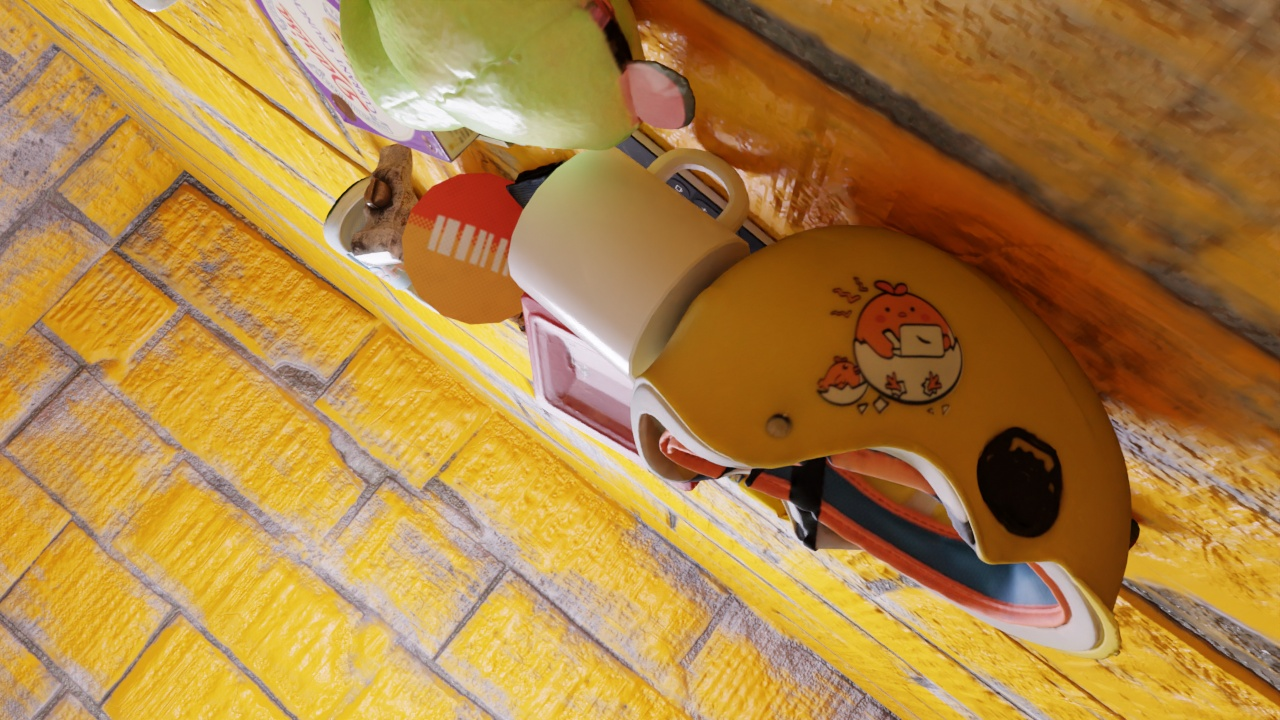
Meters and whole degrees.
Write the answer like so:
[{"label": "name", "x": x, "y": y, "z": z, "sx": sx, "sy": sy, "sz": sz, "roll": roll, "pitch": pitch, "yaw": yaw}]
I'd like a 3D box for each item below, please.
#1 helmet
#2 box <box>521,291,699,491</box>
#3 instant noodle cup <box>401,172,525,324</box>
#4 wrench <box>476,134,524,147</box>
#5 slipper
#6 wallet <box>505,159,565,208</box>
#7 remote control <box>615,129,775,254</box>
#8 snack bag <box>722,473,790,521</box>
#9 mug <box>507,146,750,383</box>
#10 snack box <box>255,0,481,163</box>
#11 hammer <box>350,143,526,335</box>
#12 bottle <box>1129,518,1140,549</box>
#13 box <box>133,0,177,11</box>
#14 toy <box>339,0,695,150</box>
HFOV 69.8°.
[{"label": "helmet", "x": 0.123, "y": 0.025, "z": 0.430, "sx": 0.240, "sy": 0.139, "sz": 0.209, "roll": 26, "pitch": 168, "yaw": -3}, {"label": "box", "x": -0.001, "y": 0.001, "z": 0.669, "sx": 0.158, "sy": 0.092, "sz": 0.129, "roll": 29, "pitch": 147, "yaw": 25}, {"label": "instant noodle cup", "x": -0.149, "y": -0.099, "z": 0.814, "sx": 0.123, "sy": 0.123, "sz": 0.121, "roll": 42, "pitch": 175, "yaw": -17}, {"label": "wrench", "x": -0.164, "y": -0.199, "z": 0.707, "sx": 0.274, "sy": 0.018, "sz": 0.083, "roll": 26, "pitch": 162, "yaw": 46}, {"label": "slipper", "x": -0.260, "y": -0.124, "z": 1.071, "sx": 0.074, "sy": 0.104, "sz": 0.245, "roll": 27, "pitch": 170, "yaw": 36}, {"label": "wallet", "x": -0.054, "y": -0.110, "z": 0.698, "sx": 0.089, "sy": 0.026, "sz": 0.115, "roll": 45, "pitch": 166, "yaw": -21}, {"label": "remote control", "x": 0.038, "y": -0.090, "z": 0.546, "sx": 0.146, "sy": 0.008, "sz": 0.045, "roll": 39, "pitch": 168, "yaw": -2}, {"label": "snack bag", "x": 0.082, "y": 0.067, "z": 0.793, "sx": 0.247, "sy": 0.068, "sz": 0.159, "roll": 32, "pitch": 178, "yaw": 31}, {"label": "mug", "x": 0.004, "y": -0.061, "z": 0.482, "sx": 0.090, "sy": 0.121, "sz": 0.091, "roll": 40, "pitch": 174, "yaw": 21}, {"label": "snack box", "x": -0.187, "y": -0.212, "z": 0.609, "sx": 0.148, "sy": 0.040, "sz": 0.143, "roll": 26, "pitch": 158, "yaw": 38}, {"label": "hammer", "x": -0.184, "y": -0.100, "z": 0.980, "sx": 0.049, "sy": 0.121, "sz": 0.318, "roll": -4, "pitch": 156, "yaw": 24}, {"label": "bottle", "x": 0.235, "y": 0.072, "z": 0.528, "sx": 0.106, "sy": 0.025, "sz": 0.025, "roll": 36, "pitch": 168, "yaw": 9}, {"label": "box", "x": -0.274, "y": -0.277, "z": 0.465, "sx": 0.197, "sy": 0.134, "sz": 0.041, "roll": 39, "pitch": 158, "yaw": -1}, {"label": "toy", "x": -0.079, "y": -0.156, "z": 0.442, "sx": 0.150, "sy": 0.107, "sz": 0.197, "roll": 48, "pitch": 173, "yaw": -30}]
